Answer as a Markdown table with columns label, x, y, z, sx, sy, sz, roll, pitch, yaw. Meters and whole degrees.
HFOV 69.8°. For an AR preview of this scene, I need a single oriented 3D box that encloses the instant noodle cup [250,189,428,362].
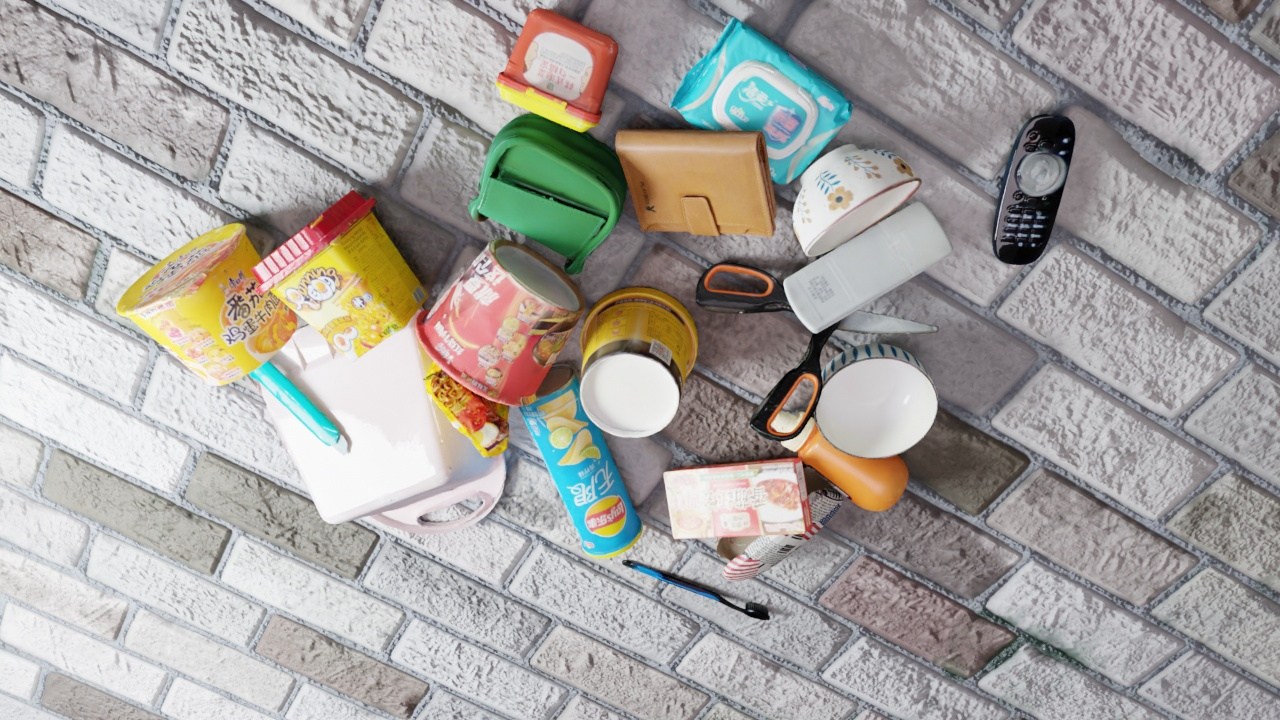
| label | x | y | z | sx | sy | sz | roll | pitch | yaw |
| --- | --- | --- | --- | --- | --- | --- | --- | --- | --- |
| instant noodle cup | -0.276 | -0.076 | 0.866 | 0.116 | 0.115 | 0.123 | -30 | 111 | 21 |

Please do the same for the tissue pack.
| label | x | y | z | sx | sy | sz | roll | pitch | yaw |
| --- | --- | --- | --- | --- | --- | --- | --- | --- | --- |
| tissue pack | 0.102 | -0.219 | 0.782 | 0.133 | 0.050 | 0.093 | 32 | 119 | -11 |

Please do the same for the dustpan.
| label | x | y | z | sx | sy | sz | roll | pitch | yaw |
| --- | --- | --- | --- | --- | --- | --- | --- | --- | --- |
| dustpan | -0.275 | 0.072 | 1.014 | 0.223 | 0.138 | 0.273 | -18 | 88 | 18 |

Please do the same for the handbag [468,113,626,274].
| label | x | y | z | sx | sy | sz | roll | pitch | yaw |
| --- | --- | --- | --- | --- | --- | --- | --- | --- | --- |
| handbag | -0.084 | -0.152 | 0.838 | 0.131 | 0.067 | 0.120 | 28 | 126 | -11 |

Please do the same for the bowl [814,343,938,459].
| label | x | y | z | sx | sy | sz | roll | pitch | yaw |
| --- | --- | --- | --- | --- | --- | --- | --- | --- | --- |
| bowl | 0.227 | 0.031 | 0.901 | 0.116 | 0.066 | 0.117 | 2 | 120 | 4 |

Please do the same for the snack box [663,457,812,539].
| label | x | y | z | sx | sy | sz | roll | pitch | yaw |
| --- | --- | --- | --- | --- | --- | --- | --- | --- | --- |
| snack box | 0.100 | 0.146 | 0.962 | 0.153 | 0.025 | 0.075 | -8 | 91 | 30 |

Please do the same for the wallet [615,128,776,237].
| label | x | y | z | sx | sy | sz | roll | pitch | yaw |
| --- | --- | --- | --- | --- | --- | --- | --- | --- | --- |
| wallet | 0.050 | -0.156 | 0.807 | 0.132 | 0.031 | 0.108 | 8 | 140 | 24 |

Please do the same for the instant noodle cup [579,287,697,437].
| label | x | y | z | sx | sy | sz | roll | pitch | yaw |
| --- | --- | --- | --- | --- | --- | --- | --- | --- | --- |
| instant noodle cup | -0.005 | 0.005 | 0.885 | 0.118 | 0.114 | 0.119 | 2 | 119 | 4 |

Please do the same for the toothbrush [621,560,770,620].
| label | x | y | z | sx | sy | sz | roll | pitch | yaw |
| --- | --- | --- | --- | --- | --- | --- | --- | --- | --- |
| toothbrush | 0.066 | 0.270 | 1.086 | 0.189 | 0.016 | 0.014 | 21 | 128 | -3 |

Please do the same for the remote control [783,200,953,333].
| label | x | y | z | sx | sy | sz | roll | pitch | yaw |
| --- | --- | --- | --- | --- | --- | --- | --- | --- | --- |
| remote control | 0.205 | -0.084 | 0.832 | 0.150 | 0.021 | 0.058 | -30 | 79 | 4 |

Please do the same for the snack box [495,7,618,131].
| label | x | y | z | sx | sy | sz | roll | pitch | yaw |
| --- | --- | --- | --- | --- | --- | --- | --- | --- | --- |
| snack box | -0.066 | -0.246 | 0.772 | 0.091 | 0.082 | 0.080 | 22 | 109 | -7 |

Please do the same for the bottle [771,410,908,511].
| label | x | y | z | sx | sy | sz | roll | pitch | yaw |
| --- | --- | --- | --- | --- | --- | --- | --- | --- | --- |
| bottle | 0.200 | 0.096 | 0.946 | 0.149 | 0.066 | 0.067 | 31 | 118 | -2 |

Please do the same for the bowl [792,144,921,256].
| label | x | y | z | sx | sy | sz | roll | pitch | yaw |
| --- | --- | --- | --- | --- | --- | --- | --- | --- | --- |
| bowl | 0.177 | -0.146 | 0.794 | 0.114 | 0.113 | 0.062 | -35 | 78 | 22 |

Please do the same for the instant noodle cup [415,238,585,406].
| label | x | y | z | sx | sy | sz | roll | pitch | yaw |
| --- | --- | --- | --- | --- | --- | --- | --- | --- | --- |
| instant noodle cup | -0.127 | -0.042 | 0.866 | 0.138 | 0.137 | 0.109 | 34 | 109 | -13 |

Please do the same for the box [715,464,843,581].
| label | x | y | z | sx | sy | sz | roll | pitch | yaw |
| --- | --- | --- | --- | --- | --- | --- | --- | --- | --- |
| box | 0.152 | 0.189 | 0.990 | 0.075 | 0.082 | 0.164 | 35 | 114 | -19 |

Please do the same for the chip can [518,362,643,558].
| label | x | y | z | sx | sy | sz | roll | pitch | yaw |
| --- | --- | --- | --- | --- | --- | --- | --- | --- | --- |
| chip can | -0.064 | 0.108 | 0.974 | 0.071 | 0.071 | 0.210 | -14 | 116 | 14 |

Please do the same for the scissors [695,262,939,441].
| label | x | y | z | sx | sy | sz | roll | pitch | yaw |
| --- | --- | --- | --- | --- | --- | --- | --- | --- | --- |
| scissors | 0.154 | -0.035 | 0.859 | 0.221 | 0.021 | 0.233 | 27 | 90 | 15 |

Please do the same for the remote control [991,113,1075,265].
| label | x | y | z | sx | sy | sz | roll | pitch | yaw |
| --- | --- | --- | --- | --- | --- | --- | --- | --- | --- |
| remote control | 0.344 | -0.150 | 0.810 | 0.053 | 0.024 | 0.137 | 6 | 119 | 5 |

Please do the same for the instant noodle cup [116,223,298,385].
| label | x | y | z | sx | sy | sz | roll | pitch | yaw |
| --- | --- | --- | --- | --- | --- | --- | --- | --- | --- |
| instant noodle cup | -0.412 | -0.049 | 0.893 | 0.138 | 0.137 | 0.110 | -19 | 123 | 16 |

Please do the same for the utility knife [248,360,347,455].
| label | x | y | z | sx | sy | sz | roll | pitch | yaw |
| --- | --- | --- | --- | --- | --- | --- | --- | --- | --- |
| utility knife | -0.365 | 0.041 | 0.961 | 0.166 | 0.013 | 0.029 | 42 | 107 | 8 |

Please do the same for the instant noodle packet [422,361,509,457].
| label | x | y | z | sx | sy | sz | roll | pitch | yaw |
| --- | --- | --- | --- | --- | --- | --- | --- | --- | --- |
| instant noodle packet | -0.166 | 0.025 | 0.905 | 0.044 | 0.128 | 0.111 | -32 | 114 | 8 |
